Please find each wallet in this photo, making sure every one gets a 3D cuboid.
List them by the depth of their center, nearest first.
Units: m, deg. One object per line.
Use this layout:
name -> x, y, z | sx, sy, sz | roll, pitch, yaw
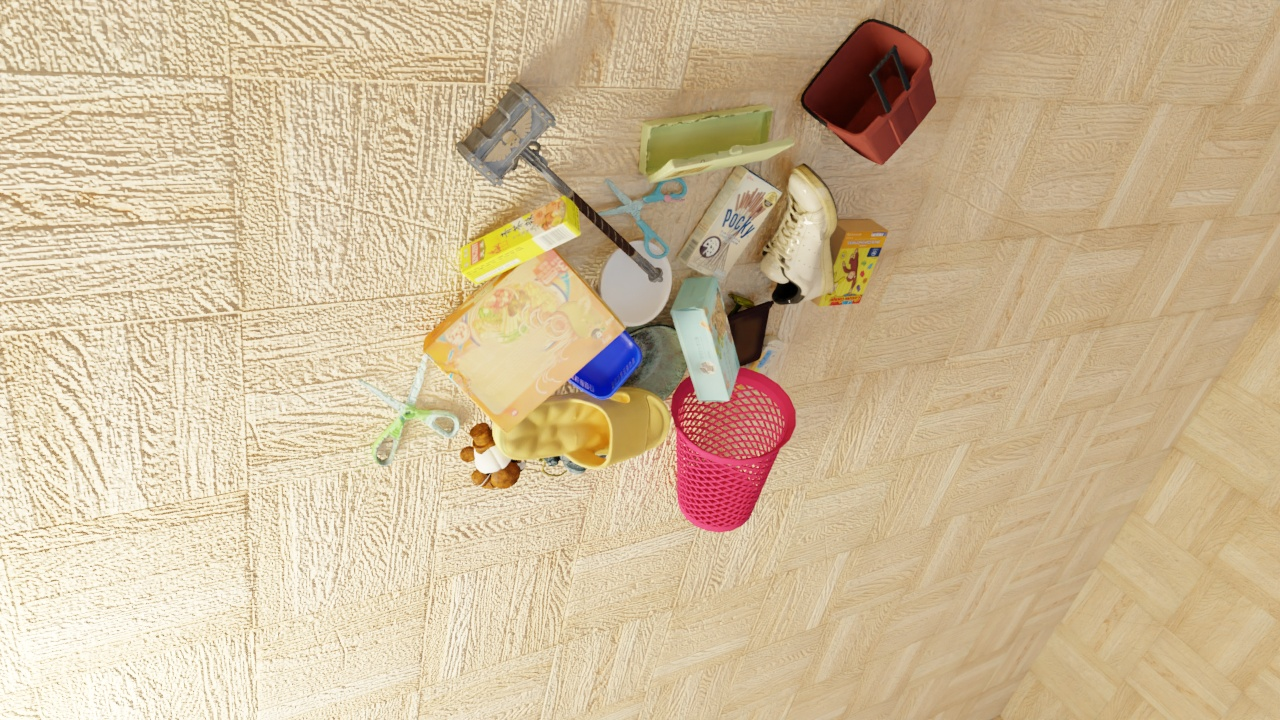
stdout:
wallet -> 0.150, -0.034, 1.366 | 0.091, 0.018, 0.116 | -20, 143, -23

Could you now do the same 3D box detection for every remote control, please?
remote control -> 0.182, 0.014, 1.453 | 0.038, 0.018, 0.126 | 13, 117, -42

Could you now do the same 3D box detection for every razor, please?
razor -> 0.123, -0.050, 1.356 | 0.042, 0.026, 0.106 | 13, 119, -44

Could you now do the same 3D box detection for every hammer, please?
hammer -> -0.067, -0.179, 1.072 | 0.098, 0.044, 0.322 | -46, 132, 5

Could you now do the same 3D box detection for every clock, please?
clock -> -0.092, 0.120, 1.313 | 0.090, 0.052, 0.129 | 28, 104, -46

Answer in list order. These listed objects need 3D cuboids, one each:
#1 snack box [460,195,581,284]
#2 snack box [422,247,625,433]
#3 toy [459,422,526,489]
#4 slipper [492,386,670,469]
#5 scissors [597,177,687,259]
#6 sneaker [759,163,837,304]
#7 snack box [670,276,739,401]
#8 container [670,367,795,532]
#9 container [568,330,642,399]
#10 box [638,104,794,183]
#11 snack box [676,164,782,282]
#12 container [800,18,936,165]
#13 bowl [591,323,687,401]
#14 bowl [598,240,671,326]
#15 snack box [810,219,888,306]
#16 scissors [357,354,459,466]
snack box -> -0.136, -0.135, 1.034 | 0.148, 0.040, 0.029 | -23, 145, 22
snack box -> -0.142, -0.035, 1.103 | 0.195, 0.080, 0.145 | -41, 110, 3
toy -> -0.198, 0.129, 1.242 | 0.087, 0.067, 0.113 | -31, 127, -11
slipper -> -0.064, 0.093, 1.225 | 0.263, 0.078, 0.099 | -2, 109, -28
scissors -> 0.005, -0.178, 1.151 | 0.136, 0.015, 0.126 | -16, 110, -24
sneaker -> 0.212, -0.166, 1.285 | 0.102, 0.089, 0.242 | -26, 141, -8
snack box -> 0.093, -0.028, 1.288 | 0.074, 0.053, 0.175 | -66, 146, -43
container -> 0.129, 0.152, 1.426 | 0.183, 0.183, 0.226 | -20, 141, -22
container -> -0.063, -0.016, 1.189 | 0.114, 0.058, 0.096 | 39, 98, -11
box -> 0.089, -0.263, 1.136 | 0.187, 0.089, 0.078 | -18, 152, -27
snack box -> 0.121, -0.184, 1.241 | 0.081, 0.026, 0.150 | 18, 113, -44
container -> 0.286, -0.349, 1.152 | 0.148, 0.127, 0.200 | -50, 147, 8
bowl -> -0.008, 0.008, 1.293 | 0.157, 0.038, 0.158 | -20, 133, -23
bowl -> -0.016, -0.103, 1.188 | 0.109, 0.041, 0.110 | -11, 109, -33
snack box -> 0.311, -0.149, 1.397 | 0.088, 0.040, 0.126 | -6, 127, -33
scissors -> -0.289, 0.063, 1.156 | 0.168, 0.023, 0.172 | 10, 119, -35
